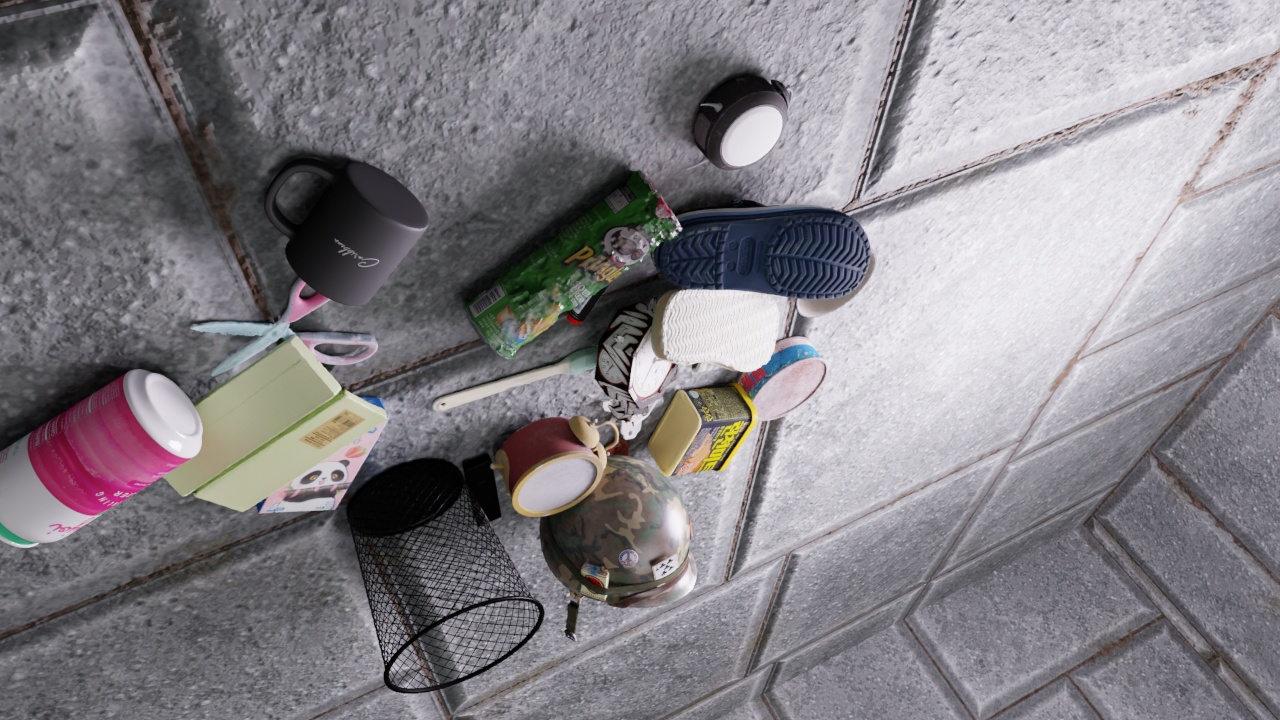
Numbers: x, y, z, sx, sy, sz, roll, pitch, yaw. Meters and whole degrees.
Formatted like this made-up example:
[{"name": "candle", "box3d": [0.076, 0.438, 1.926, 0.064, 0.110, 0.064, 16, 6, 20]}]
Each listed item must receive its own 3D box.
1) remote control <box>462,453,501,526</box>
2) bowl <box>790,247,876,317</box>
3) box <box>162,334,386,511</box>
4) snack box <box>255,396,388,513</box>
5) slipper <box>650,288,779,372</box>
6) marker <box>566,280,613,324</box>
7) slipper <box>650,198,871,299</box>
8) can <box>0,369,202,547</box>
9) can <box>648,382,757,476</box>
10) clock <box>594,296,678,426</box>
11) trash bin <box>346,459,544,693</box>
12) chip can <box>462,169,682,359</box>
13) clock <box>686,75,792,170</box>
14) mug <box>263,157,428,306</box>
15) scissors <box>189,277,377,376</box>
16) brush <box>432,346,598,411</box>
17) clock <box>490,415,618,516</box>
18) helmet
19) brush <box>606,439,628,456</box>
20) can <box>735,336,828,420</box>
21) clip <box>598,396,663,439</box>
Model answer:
[{"name": "remote control", "box3d": [-0.202, 0.168, 1.179, 0.034, 0.013, 0.150, -22, 147, -18]}, {"name": "bowl", "box3d": [0.223, -0.114, 1.123, 0.115, 0.059, 0.116, -22, 146, -16]}, {"name": "box", "box3d": [-0.351, 0.071, 0.858, 0.188, 0.048, 0.140, -31, 134, 8]}, {"name": "snack box", "box3d": [-0.334, 0.099, 0.957, 0.087, 0.033, 0.154, 5, 132, -44]}, {"name": "slipper", "box3d": [0.087, -0.038, 1.074, 0.272, 0.054, 0.114, 3, 102, -57]}, {"name": "marker", "box3d": [-0.035, -0.095, 0.965, 0.023, 0.021, 0.145, 28, 119, -21]}, {"name": "slipper", "box3d": [0.131, -0.130, 1.003, 0.252, 0.095, 0.105, 1, 119, -17]}, {"name": "can", "box3d": [-0.463, 0.083, 0.774, 0.166, 0.088, 0.088, -32, 148, -1]}, {"name": "can", "box3d": [0.084, 0.098, 1.277, 0.100, 0.072, 0.131, -4, 138, -34]}, {"name": "clock", "box3d": [-0.006, 0.006, 1.057, 0.114, 0.065, 0.155, -46, 144, -37]}, {"name": "trash bin", "box3d": [-0.237, 0.239, 1.061, 0.184, 0.210, 0.184, -22, 146, -16]}, {"name": "chip can", "box3d": [-0.068, -0.090, 0.895, 0.223, 0.075, 0.075, -37, 147, 6]}, {"name": "clock", "box3d": [0.103, -0.227, 0.884, 0.122, 0.043, 0.091, -17, 145, -23]}, {"name": "mug", "box3d": [-0.240, -0.110, 0.730, 0.113, 0.078, 0.088, 33, 112, -28]}, {"name": "scissors", "box3d": [-0.307, -0.025, 0.834, 0.170, 0.014, 0.168, -35, 147, 3]}, {"name": "brush", "box3d": [-0.132, 0.021, 1.047, 0.217, 0.012, 0.033, -17, 145, -20]}, {"name": "clock", "box3d": [-0.101, 0.117, 1.133, 0.158, 0.081, 0.117, -26, 144, -7]}, {"name": "helmet", "box3d": [-0.028, 0.247, 1.241, 0.192, 0.224, 0.237, -42, 168, -50]}, {"name": "brush", "box3d": [-0.015, 0.163, 1.318, 0.041, 0.030, 0.172, -29, 147, -6]}, {"name": "can", "box3d": [0.201, 0.027, 1.305, 0.129, 0.044, 0.130, -22, 146, -16]}, {"name": "clip", "box3d": [-0.019, 0.071, 1.204, 0.101, 0.041, 0.054, -2, 118, -38]}]
